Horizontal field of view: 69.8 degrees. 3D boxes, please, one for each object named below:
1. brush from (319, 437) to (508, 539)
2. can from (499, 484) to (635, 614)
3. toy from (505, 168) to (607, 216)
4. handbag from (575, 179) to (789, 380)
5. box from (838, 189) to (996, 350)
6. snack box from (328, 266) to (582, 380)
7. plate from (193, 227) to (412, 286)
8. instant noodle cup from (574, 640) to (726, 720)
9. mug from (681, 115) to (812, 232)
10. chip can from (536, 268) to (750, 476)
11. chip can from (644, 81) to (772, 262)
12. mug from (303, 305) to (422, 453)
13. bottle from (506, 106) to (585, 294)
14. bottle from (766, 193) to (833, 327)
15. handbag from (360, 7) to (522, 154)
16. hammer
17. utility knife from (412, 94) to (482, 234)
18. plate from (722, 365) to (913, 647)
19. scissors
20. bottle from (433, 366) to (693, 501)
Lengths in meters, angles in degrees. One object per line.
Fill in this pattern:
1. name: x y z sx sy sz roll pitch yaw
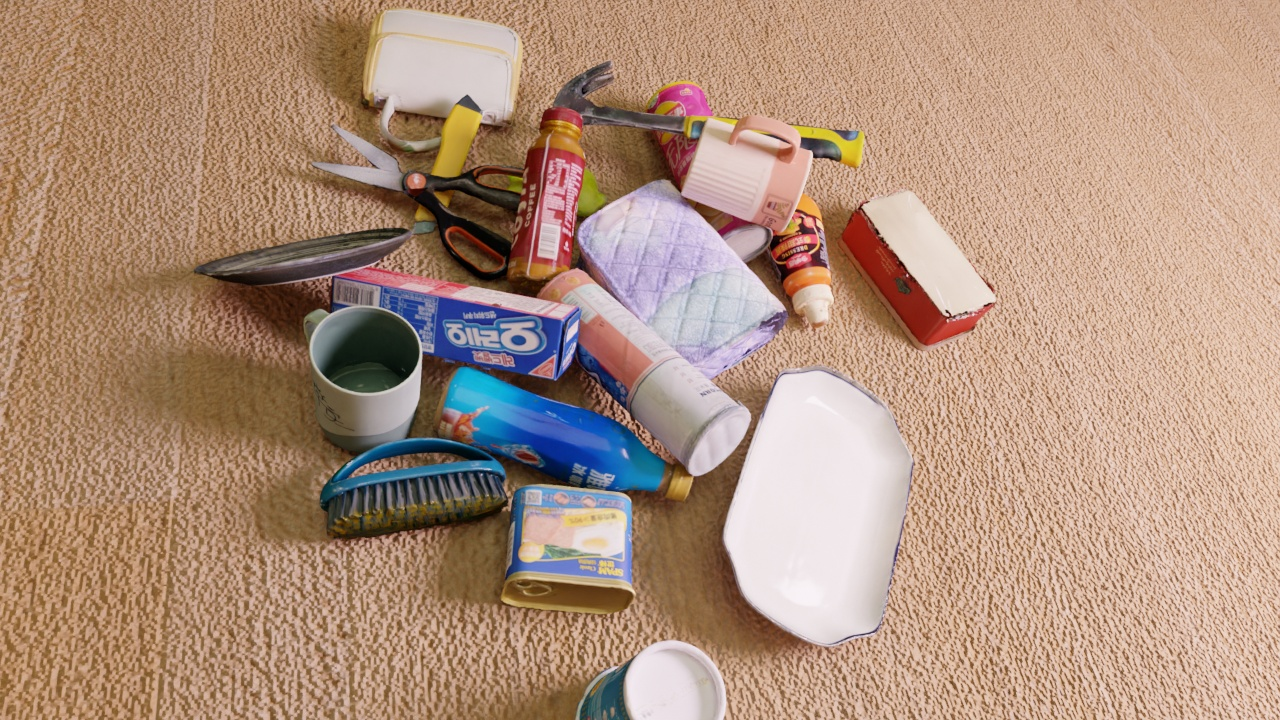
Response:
1. brush: -0.179 0.097 0.725 0.143 0.055 0.073 -7 60 -20
2. can: -0.056 0.149 0.725 0.102 0.057 0.083 8 52 -11
3. toy: -0.089 -0.176 0.951 0.097 0.031 0.099 39 59 8
4. handbag: 0.034 -0.075 0.887 0.134 0.076 0.194 -32 72 -17
5. box: 0.300 -0.105 0.985 0.091 0.077 0.168 -19 64 -25
6. snack box: -0.157 -0.034 0.779 0.207 0.057 0.058 11 16 9
7. plate: -0.281 -0.085 0.781 0.179 0.024 0.179 -9 16 2
8. instant noodle cup: 0.011 0.247 0.644 0.099 0.110 0.099 8 55 -12
9. mug: 0.104 -0.186 0.873 0.106 0.115 0.081 19 62 -2
10. chip can: -0.005 0.005 0.799 0.071 0.071 0.215 -29 56 -30
11. chip can: 0.072 -0.203 0.989 0.071 0.072 0.210 -9 60 -21
12. mug: -0.229 0.011 0.737 0.112 0.107 0.082 41 57 12
13. bottle: -0.086 -0.153 0.873 0.057 0.057 0.174 10 79 -9
14. bottle: 0.168 -0.102 0.959 0.066 0.067 0.149 -3 65 -18
15. handbag: -0.212 -0.293 0.980 0.163 0.063 0.178 6 59 -10
16. hammer: 0.068 -0.244 0.952 0.323 0.032 0.126 8 63 6
17. utility knife: -0.196 -0.197 0.926 0.033 0.015 0.167 19 70 -10
18. plate: 0.153 0.122 0.801 0.162 0.034 0.264 31 52 -9
19. scissors: -0.203 -0.156 0.890 0.226 0.022 0.197 -7 74 -14
20. bottle: -0.061 0.069 0.771 0.218 0.065 0.065 20 54 -2
